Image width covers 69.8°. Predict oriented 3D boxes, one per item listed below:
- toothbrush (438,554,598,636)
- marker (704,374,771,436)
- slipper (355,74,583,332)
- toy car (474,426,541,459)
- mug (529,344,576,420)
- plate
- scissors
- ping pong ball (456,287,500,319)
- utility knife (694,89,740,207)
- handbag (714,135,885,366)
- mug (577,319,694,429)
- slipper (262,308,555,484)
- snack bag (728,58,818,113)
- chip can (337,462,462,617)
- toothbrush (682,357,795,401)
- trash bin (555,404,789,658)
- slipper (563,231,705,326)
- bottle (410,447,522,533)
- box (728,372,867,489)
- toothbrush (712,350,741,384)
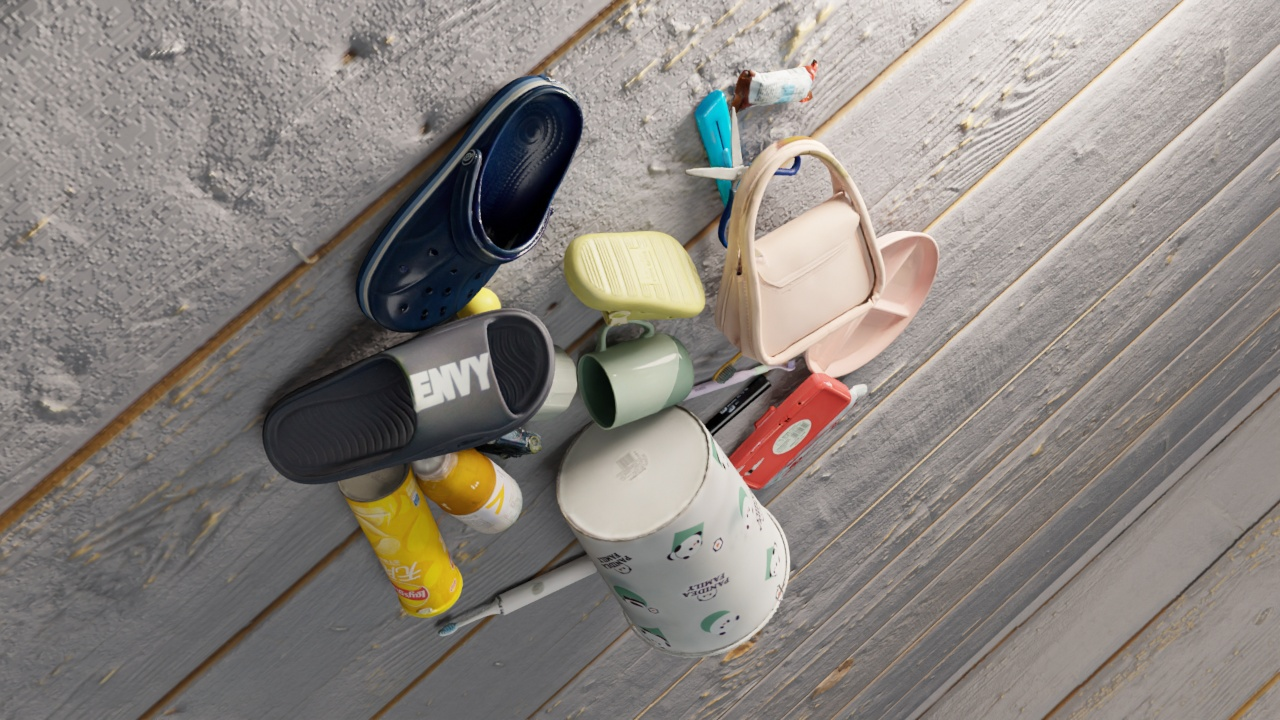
[{"bbox_3d":[-0.151,0.297,1.160,0.220,0.026,0.026,-20,157,-26],"label":"toothbrush"},{"bbox_3d":[0.116,0.068,1.188,0.132,0.020,0.022,-42,130,-2],"label":"marker"},{"bbox_3d":[-0.127,-0.116,0.762,0.253,0.095,0.105,-52,138,5],"label":"slipper"},{"bbox_3d":[-0.149,0.081,0.956,0.049,0.031,0.105,-17,158,32],"label":"toy car"},{"bbox_3d":[-0.136,0.026,0.884,0.124,0.083,0.103,-28,165,23],"label":"mug"},{"bbox_3d":[0.297,-0.073,1.197,0.229,0.028,0.230,-27,143,-22],"label":"plate"},{"bbox_3d":[0.105,-0.185,0.934,0.162,0.012,0.176,-28,139,-27],"label":"scissors"},{"bbox_3d":[-0.149,-0.047,0.843,0.040,0.040,0.040,-23,136,-24],"label":"ping pong ball"},{"bbox_3d":[0.090,-0.191,0.937,0.034,0.018,0.191,-37,142,-9],"label":"utility knife"},{"bbox_3d":[0.165,-0.126,0.983,0.193,0.093,0.234,-33,134,-19],"label":"handbag"},{"bbox_3d":[-0.006,0.006,0.991,0.106,0.082,0.112,-19,103,-27],"label":"mug"},{"bbox_3d":[-0.198,0.040,0.775,0.268,0.083,0.110,-20,95,1],"label":"slipper"},{"bbox_3d":[0.134,-0.267,0.899,0.105,0.026,0.045,-16,143,-28],"label":"snack bag"},{"bbox_3d":[-0.242,0.179,0.942,0.072,0.072,0.214,-28,137,-19],"label":"chip can"},{"bbox_3d":[0.117,0.023,1.149,0.188,0.029,0.021,-17,172,-27],"label":"toothbrush"},{"bbox_3d":[0.035,0.192,1.081,0.229,0.229,0.252,-38,136,-8],"label":"trash bin"},{"bbox_3d":[-0.016,-0.078,0.910,0.082,0.091,0.190,-24,165,38],"label":"slipper"},{"bbox_3d":[-0.175,0.124,0.922,0.068,0.068,0.189,-39,155,-6],"label":"bottle"},{"bbox_3d":[0.219,0.102,1.266,0.160,0.060,0.201,14,125,-48],"label":"box"},{"bbox_3d":[0.158,-0.039,1.100,0.191,0.018,0.016,-43,146,-5],"label":"toothbrush"}]
